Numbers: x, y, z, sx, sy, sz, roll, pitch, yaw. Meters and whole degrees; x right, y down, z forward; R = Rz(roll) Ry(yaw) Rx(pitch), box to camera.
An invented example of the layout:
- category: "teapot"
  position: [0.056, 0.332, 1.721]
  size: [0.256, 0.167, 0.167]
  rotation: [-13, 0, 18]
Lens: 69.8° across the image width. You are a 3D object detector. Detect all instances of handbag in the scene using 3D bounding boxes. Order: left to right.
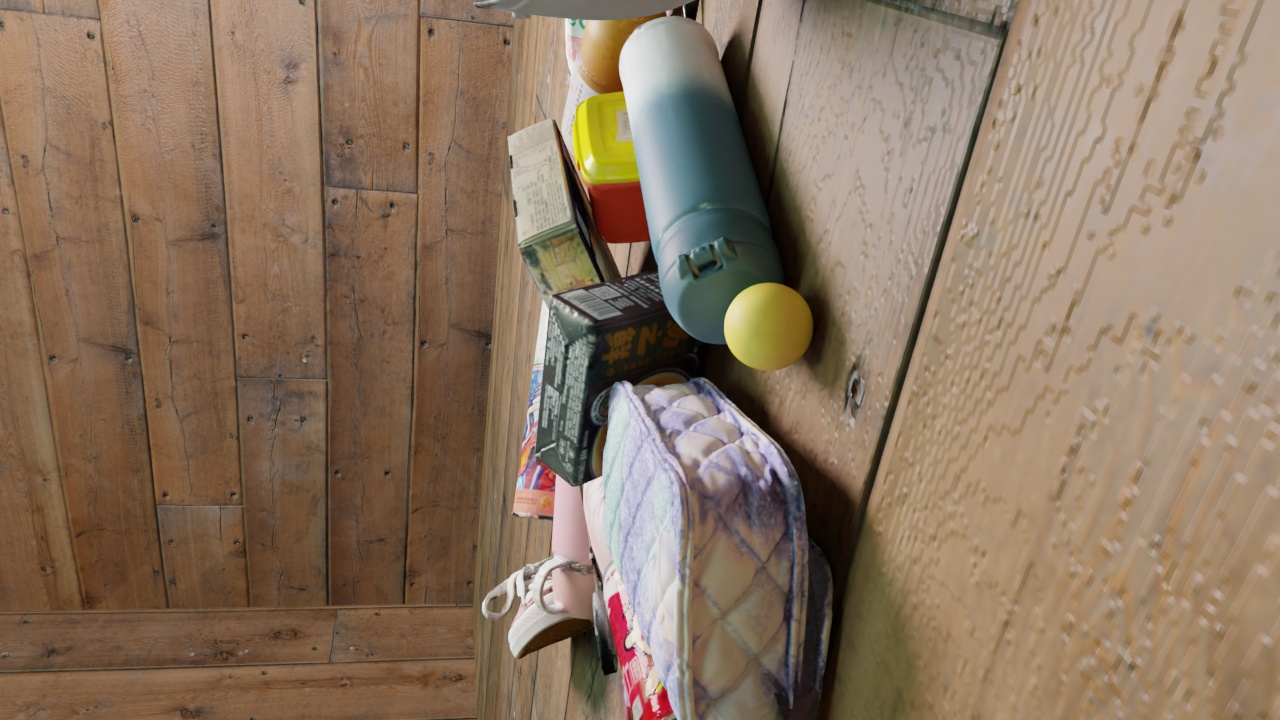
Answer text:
- category: "handbag"
  position: [0.030, 0.089, 0.457]
  size: [0.194, 0.075, 0.134]
  rotation: [-126, 36, -72]

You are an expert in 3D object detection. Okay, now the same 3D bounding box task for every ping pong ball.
- category: "ping pong ball"
  position: [0.058, -0.015, 0.418]
  size: [0.040, 0.040, 0.040]
  rotation: [-179, 91, -77]

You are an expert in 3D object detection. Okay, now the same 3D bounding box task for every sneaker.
- category: "sneaker"
  position: [-0.105, 0.256, 0.965]
  size: [0.241, 0.118, 0.087]
  rotation: [112, 137, -70]

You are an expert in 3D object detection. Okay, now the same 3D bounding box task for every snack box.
- category: "snack box"
  position: [-0.043, -0.065, 0.696]
  size: [0.177, 0.046, 0.183]
  rotation: [-105, -7, -53]
- category: "snack box"
  position: [-0.004, -0.135, 0.650]
  size: [0.080, 0.082, 0.091]
  rotation: [86, 177, -51]
- category: "snack box"
  position: [-0.003, 0.003, 0.571]
  size: [0.053, 0.125, 0.113]
  rotation: [34, 128, 37]

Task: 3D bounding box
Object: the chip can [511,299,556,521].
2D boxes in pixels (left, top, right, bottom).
- category: "chip can"
  position: [-0.071, 0.043, 0.857]
  size: [0.071, 0.071, 0.214]
  rotation: [145, 133, -74]

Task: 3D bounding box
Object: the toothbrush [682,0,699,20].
- category: "toothbrush"
  position: [0.036, -0.268, 0.625]
  size: [0.017, 0.014, 0.189]
  rotation: [-96, 10, -84]

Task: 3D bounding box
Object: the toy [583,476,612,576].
- category: "toy"
  position: [-0.011, 0.135, 0.673]
  size: [0.121, 0.054, 0.160]
  rotation: [-107, 10, -55]

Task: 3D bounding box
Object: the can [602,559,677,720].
- category: "can"
  position: [0.013, 0.173, 0.547]
  size: [0.132, 0.053, 0.053]
  rotation: [-112, 27, -57]

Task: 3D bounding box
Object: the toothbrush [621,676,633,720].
- category: "toothbrush"
  position: [-0.008, 0.244, 0.688]
  size: [0.187, 0.016, 0.017]
  rotation: [-95, 7, -54]

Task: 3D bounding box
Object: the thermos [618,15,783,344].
- category: "thermos"
  position: [0.030, -0.105, 0.510]
  size: [0.070, 0.070, 0.220]
  rotation: [107, 160, -48]

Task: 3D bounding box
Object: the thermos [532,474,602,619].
- category: "thermos"
  position: [-0.048, 0.117, 0.770]
  size: [0.067, 0.087, 0.199]
  rotation: [15, 103, 48]

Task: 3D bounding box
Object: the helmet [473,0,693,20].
- category: "helmet"
  position: [0.013, -0.278, 0.430]
  size: [0.258, 0.146, 0.230]
  rotation: [-89, 11, -47]

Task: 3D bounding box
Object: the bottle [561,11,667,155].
- category: "bottle"
  position: [-0.019, -0.234, 0.737]
  size: [0.190, 0.068, 0.068]
  rotation: [117, 152, -62]

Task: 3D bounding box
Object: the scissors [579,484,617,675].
- category: "scissors"
  position: [-0.036, 0.158, 0.727]
  size: [0.151, 0.014, 0.170]
  rotation: [77, -176, -58]

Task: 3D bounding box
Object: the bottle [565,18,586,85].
- category: "bottle"
  position: [-0.038, -0.327, 0.853]
  size: [0.197, 0.068, 0.068]
  rotation: [102, 165, -50]
